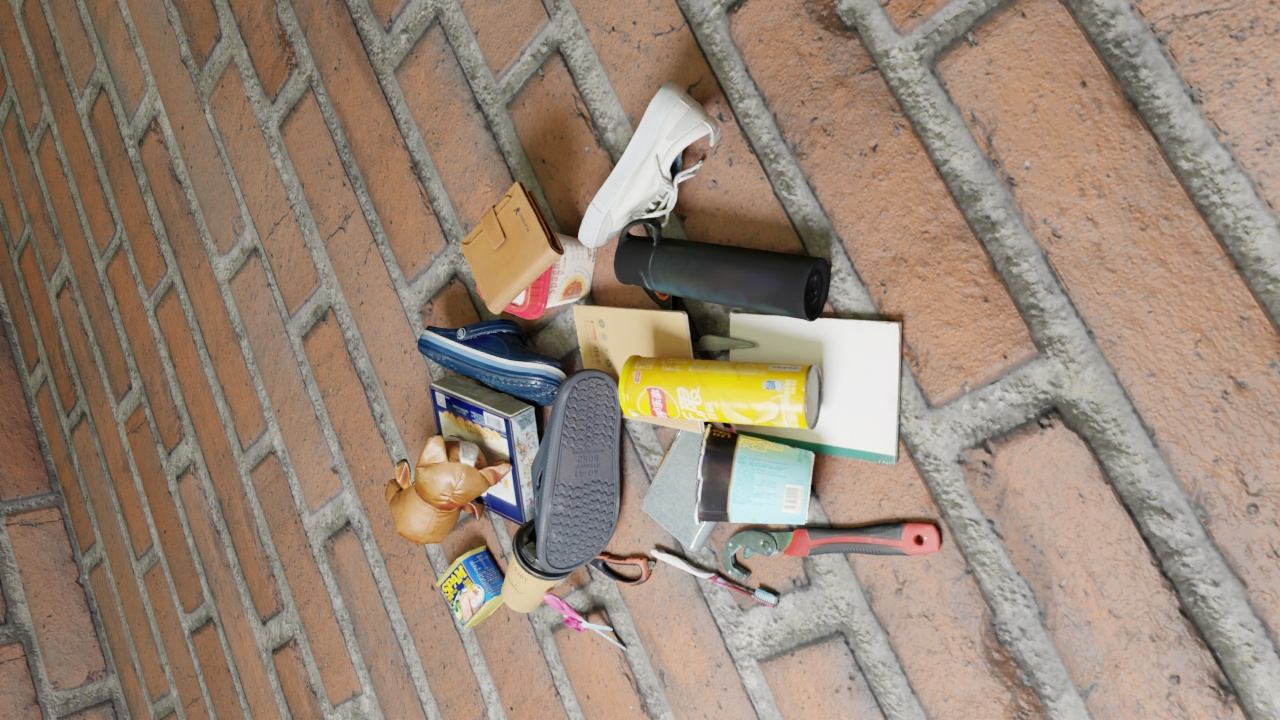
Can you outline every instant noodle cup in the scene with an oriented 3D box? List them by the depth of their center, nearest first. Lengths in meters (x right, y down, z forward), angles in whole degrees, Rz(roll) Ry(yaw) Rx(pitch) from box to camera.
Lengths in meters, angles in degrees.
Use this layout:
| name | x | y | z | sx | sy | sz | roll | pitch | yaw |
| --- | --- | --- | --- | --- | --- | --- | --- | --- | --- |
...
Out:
| name | x | y | z | sx | sy | sz | roll | pitch | yaw |
| --- | --- | --- | --- | --- | --- | --- | --- | --- | --- |
| instant noodle cup | 0.126 | 0.131 | 0.999 | 0.120 | 0.111 | 0.111 | 6 | 101 | 11 |
| instant noodle cup | -0.128 | -0.119 | 1.173 | 0.117 | 0.124 | 0.116 | 21 | 108 | 36 |

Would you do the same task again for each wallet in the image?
| name | x | y | z | sx | sy | sz | roll | pitch | yaw |
| --- | --- | --- | --- | --- | --- | --- | --- | --- | --- |
| wallet | -0.156 | -0.134 | 1.094 | 0.132 | 0.031 | 0.107 | -36 | 74 | 35 |
| wallet | 0.065 | 0.147 | 1.102 | 0.106 | 0.037 | 0.130 | 36 | 103 | 34 |

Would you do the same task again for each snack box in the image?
| name | x | y | z | sx | sy | sz | roll | pitch | yaw |
| --- | --- | --- | --- | --- | --- | --- | --- | --- | --- |
| snack box | -0.217 | 0.127 | 1.303 | 0.178 | 0.045 | 0.183 | 17 | 123 | 37 |

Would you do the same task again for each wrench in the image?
| name | x | y | z | sx | sy | sz | roll | pitch | yaw |
| --- | --- | --- | --- | --- | --- | --- | --- | --- | --- |
| wrench | 0.200 | 0.205 | 1.014 | 0.274 | 0.016 | 0.056 | -17 | 85 | 40 |

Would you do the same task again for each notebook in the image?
| name | x | y | z | sx | sy | sz | roll | pitch | yaw |
| --- | --- | --- | --- | --- | --- | --- | --- | --- | --- |
| notebook | 0.185 | 0.026 | 1.005 | 0.209 | 0.012 | 0.150 | 7 | 102 | 40 |
| notebook | -0.007 | 0.007 | 1.128 | 0.208 | 0.008 | 0.148 | 7 | 112 | 48 |

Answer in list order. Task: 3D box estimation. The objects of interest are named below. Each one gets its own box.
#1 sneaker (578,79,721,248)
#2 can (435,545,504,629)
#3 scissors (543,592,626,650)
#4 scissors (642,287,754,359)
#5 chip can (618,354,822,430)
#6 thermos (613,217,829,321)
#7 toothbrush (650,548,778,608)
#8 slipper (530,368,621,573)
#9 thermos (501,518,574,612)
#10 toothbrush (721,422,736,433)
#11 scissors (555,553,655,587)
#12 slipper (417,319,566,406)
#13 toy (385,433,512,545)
| name | x | y | z | sx | sy | sz | roll | pitch | yaw |
| --- | --- | --- | --- | --- | --- | --- | --- | --- | --- |
| sneaker | 0.011 | -0.209 | 1.080 | 0.091 | 0.089 | 0.243 | 36 | 133 | -3 |
| can | -0.251 | 0.342 | 1.381 | 0.083 | 0.057 | 0.102 | 53 | 125 | 19 |
| scissors | -0.077 | 0.354 | 1.236 | 0.133 | 0.017 | 0.135 | 33 | 152 | 0 |
| scissors | 0.038 | -0.030 | 1.112 | 0.233 | 0.021 | 0.221 | -25 | 80 | 41 |
| chip can | 0.086 | 0.033 | 1.001 | 0.214 | 0.072 | 0.072 | 2 | 97 | 23 |
| thermos | 0.082 | -0.104 | 1.012 | 0.243 | 0.068 | 0.090 | 13 | 137 | 31 |
| toothbrush | 0.087 | 0.260 | 1.117 | 0.188 | 0.016 | 0.017 | 16 | 98 | 37 |
| slipper | -0.085 | 0.137 | 1.180 | 0.083 | 0.110 | 0.268 | 23 | 109 | 61 |
| thermos | -0.143 | 0.283 | 1.251 | 0.093 | 0.092 | 0.144 | 51 | 135 | 23 |
| toothbrush | 0.074 | 0.034 | 1.066 | 0.189 | 0.017 | 0.014 | 60 | 139 | 12 |
| scissors | -0.068 | 0.254 | 1.245 | 0.189 | 0.015 | 0.224 | 44 | 122 | 27 |
| slipper | -0.196 | -0.009 | 1.270 | 0.253 | 0.105 | 0.095 | 15 | 77 | 30 |
| toy | -0.271 | 0.168 | 1.271 | 0.200 | 0.140 | 0.130 | -48 | 35 | 45 |
